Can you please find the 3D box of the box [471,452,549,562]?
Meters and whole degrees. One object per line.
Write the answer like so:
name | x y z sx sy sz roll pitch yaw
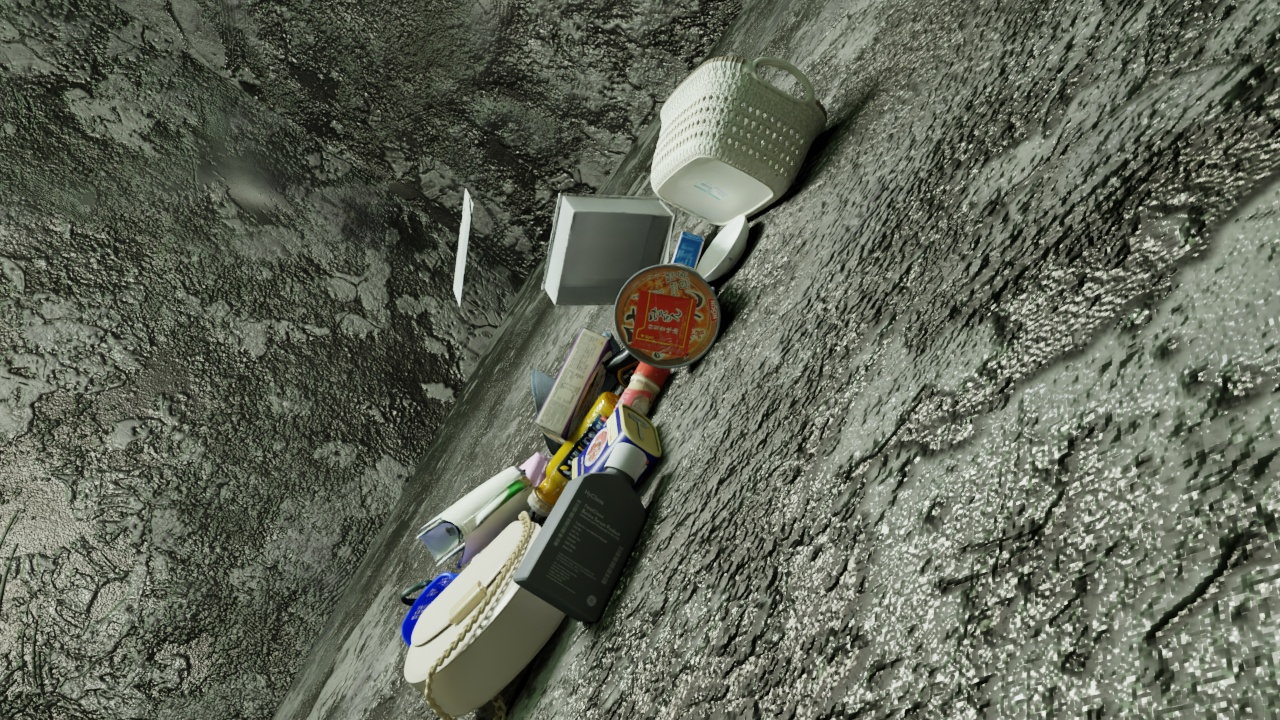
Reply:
box | -0.207 0.236 1.415 0.202 0.038 0.152 -42 20 49

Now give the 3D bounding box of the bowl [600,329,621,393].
bowl | -0.059 0.012 1.383 0.110 0.055 0.110 -52 13 17

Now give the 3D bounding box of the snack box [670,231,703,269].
snack box | 0.058 -0.128 1.248 0.151 0.034 0.087 -75 2 -80

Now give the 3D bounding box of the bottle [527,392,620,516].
bottle | -0.080 0.125 1.188 0.186 0.053 0.053 -52 14 19

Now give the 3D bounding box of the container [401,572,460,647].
container | -0.235 0.330 1.160 0.114 0.096 0.058 -52 -26 13

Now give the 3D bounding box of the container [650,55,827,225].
container | 0.117 -0.281 1.207 0.142 0.184 0.247 -69 15 -13

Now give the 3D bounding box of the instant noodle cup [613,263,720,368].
instant noodle cup | 0.037 -0.066 1.115 0.124 0.123 0.121 -52 4 17

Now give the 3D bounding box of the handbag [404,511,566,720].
handbag | -0.158 0.283 1.008 0.210 0.103 0.208 -45 14 -3

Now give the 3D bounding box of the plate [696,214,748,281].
plate | 0.112 -0.141 1.200 0.104 0.026 0.104 -51 15 19

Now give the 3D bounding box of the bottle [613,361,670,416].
bottle | -0.004 0.048 1.125 0.109 0.044 0.044 -61 14 -19

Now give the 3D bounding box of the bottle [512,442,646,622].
bottle | -0.046 0.162 0.912 0.173 0.083 0.046 -61 14 -26

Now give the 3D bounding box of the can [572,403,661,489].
can | -0.027 0.110 1.028 0.092 0.056 0.116 -52 13 11

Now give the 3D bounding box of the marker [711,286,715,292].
marker | 0.065 -0.069 1.229 0.139 0.016 0.022 149 121 -60

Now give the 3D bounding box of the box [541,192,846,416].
box | 0.055 -0.086 1.304 0.173 0.422 0.168 -22 -43 -43

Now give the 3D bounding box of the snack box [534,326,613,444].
snack box | -0.085 0.041 1.241 0.148 0.040 0.143 79 -144 -78

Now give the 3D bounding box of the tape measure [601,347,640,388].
tape measure | -0.007 0.007 1.191 0.062 0.061 0.034 -34 22 20

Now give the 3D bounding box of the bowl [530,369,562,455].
bowl | -0.123 0.074 1.416 0.057 0.137 0.137 -14 19 2

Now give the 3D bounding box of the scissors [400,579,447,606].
scissors | -0.247 0.298 1.229 0.202 0.015 0.202 -45 -23 27

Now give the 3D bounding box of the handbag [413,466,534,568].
handbag | -0.201 0.205 1.237 0.176 0.074 0.150 -34 1 42
